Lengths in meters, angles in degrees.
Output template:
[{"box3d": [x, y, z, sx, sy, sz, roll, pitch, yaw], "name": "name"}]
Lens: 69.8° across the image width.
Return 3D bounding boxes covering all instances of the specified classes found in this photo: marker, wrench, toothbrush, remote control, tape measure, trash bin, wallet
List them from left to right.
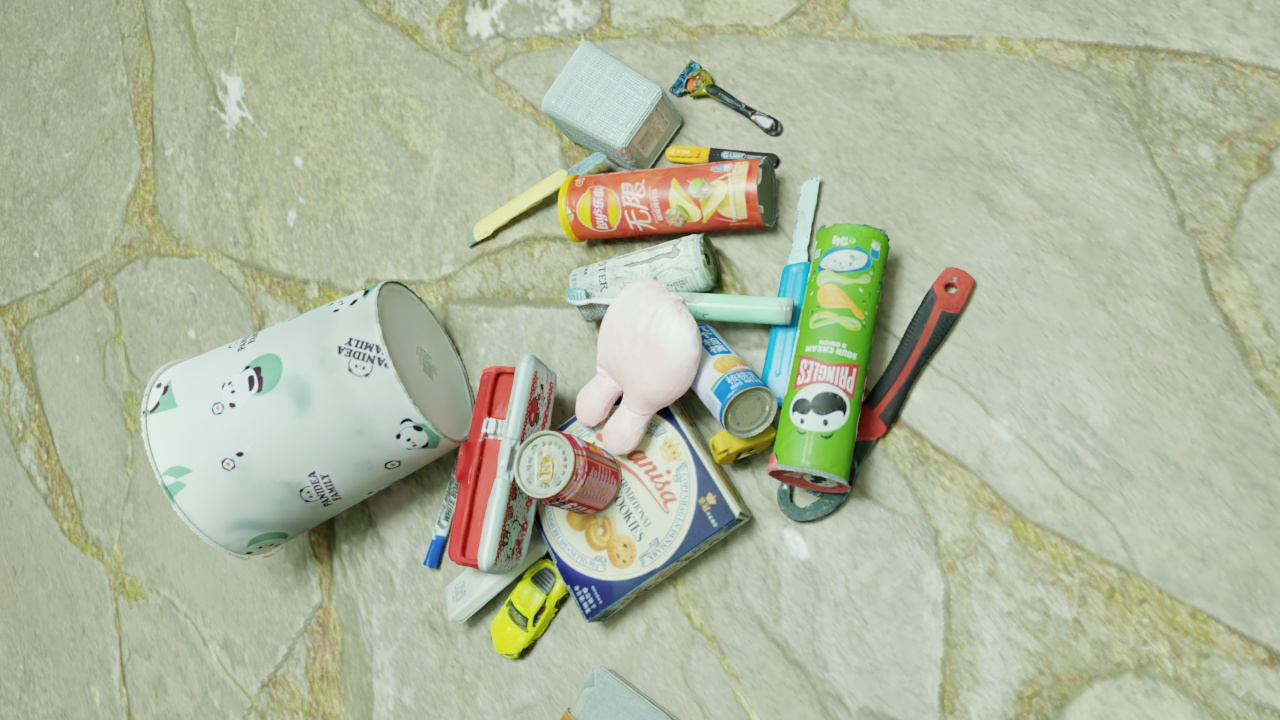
[{"box3d": [-0.326, 0.050, 0.948, 0.252, 0.229, 0.229, -25, 67, 9], "name": "trash bin"}, {"box3d": [-0.201, 0.148, 0.973, 0.017, 0.017, 0.145, 12, 81, 25], "name": "marker"}, {"box3d": [-0.145, 0.208, 0.919, 0.125, 0.024, 0.049, -42, 32, 8], "name": "remote control"}, {"box3d": [-0.034, 0.358, 0.832, 0.106, 0.037, 0.129, 28, 88, 26], "name": "wallet"}, {"box3d": [0.035, -0.054, 0.883, 0.225, 0.027, 0.026, 4, 44, 16], "name": "toothbrush"}, {"box3d": [0.084, -0.211, 0.952, 0.124, 0.015, 0.018, 10, 84, 24], "name": "marker"}, {"box3d": [0.094, 0.078, 0.843, 0.060, 0.057, 0.029, -18, 69, -9], "name": "tape measure"}, {"box3d": [0.216, 0.033, 0.827, 0.056, 0.016, 0.273, 36, 92, 27], "name": "wrench"}]

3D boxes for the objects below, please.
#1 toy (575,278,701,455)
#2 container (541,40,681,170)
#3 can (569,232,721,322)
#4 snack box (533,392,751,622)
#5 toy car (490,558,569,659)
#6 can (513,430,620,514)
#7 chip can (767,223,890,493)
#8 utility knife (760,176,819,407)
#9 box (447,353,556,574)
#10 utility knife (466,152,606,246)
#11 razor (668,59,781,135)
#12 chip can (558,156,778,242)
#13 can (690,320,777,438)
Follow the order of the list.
[{"box3d": [-0.005, 0.005, 0.852, 0.121, 0.054, 0.160, 43, 111, 38], "name": "toy"}, {"box3d": [-0.026, -0.264, 0.975, 0.111, 0.090, 0.090, 35, 91, 24], "name": "container"}, {"box3d": [0.004, -0.083, 0.926, 0.147, 0.058, 0.058, -14, 70, 20], "name": "can"}, {"box3d": [-0.016, 0.126, 0.884, 0.183, 0.045, 0.178, -37, 63, 10], "name": "snack box"}, {"box3d": [-0.111, 0.244, 0.900, 0.048, 0.032, 0.105, 36, 93, 27], "name": "toy car"}, {"box3d": [-0.066, 0.102, 0.833, 0.067, 0.093, 0.066, -7, 72, 22], "name": "can"}, {"box3d": [0.169, -0.005, 0.815, 0.072, 0.072, 0.235, 6, 72, 24], "name": "chip can"}, {"box3d": [0.148, -0.069, 0.882, 0.034, 0.018, 0.234, 7, 79, 24], "name": "utility knife"}, {"box3d": [-0.139, 0.096, 0.866, 0.110, 0.100, 0.201, 4, 77, 25], "name": "box"}, {"box3d": [-0.120, -0.181, 1.013, 0.202, 0.021, 0.031, -29, 54, 30], "name": "utility knife"}, {"box3d": [0.090, -0.273, 0.963, 0.143, 0.022, 0.043, 39, 94, 27], "name": "razor"}, {"box3d": [0.027, -0.163, 0.932, 0.217, 0.073, 0.073, -2, 75, 22], "name": "chip can"}, {"box3d": [0.072, 0.014, 0.844, 0.053, 0.053, 0.134, -45, 36, 6], "name": "can"}]
